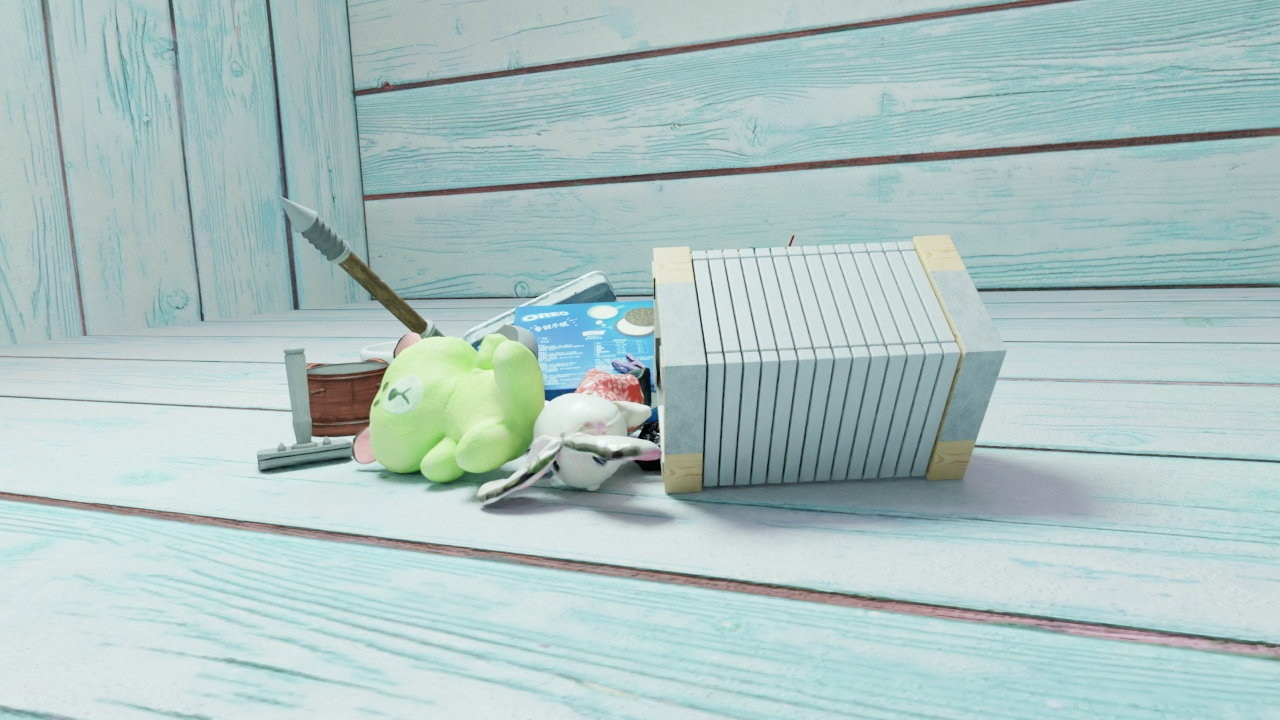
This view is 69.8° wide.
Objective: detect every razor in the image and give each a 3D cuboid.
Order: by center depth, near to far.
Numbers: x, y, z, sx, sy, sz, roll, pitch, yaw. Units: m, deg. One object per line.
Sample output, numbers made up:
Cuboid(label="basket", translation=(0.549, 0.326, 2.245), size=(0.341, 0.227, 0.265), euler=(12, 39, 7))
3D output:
Cuboid(label="razor", translation=(-0.336, 0.044, 0.907), size=(0.088, 0.116, 0.047), euler=(-7, 4, -28))

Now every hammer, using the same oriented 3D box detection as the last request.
Cuboid(label="hammer", translation=(-0.236, -0.051, 0.898), size=(0.156, 0.322, 0.043), euler=(-40, 46, -1))

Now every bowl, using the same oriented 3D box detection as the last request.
Cuboid(label="bowl", translation=(-0.030, 0.052, 0.925), size=(0.110, 0.055, 0.110), euler=(-27, 3, 1))
Cuboid(label="bowl", translation=(-0.315, 0.010, 1.336), size=(0.176, 0.066, 0.176), euler=(-3, 8, 0))

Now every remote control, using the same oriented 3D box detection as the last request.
Cuboid(label="remote control", translation=(0.020, 0.081, 0.882), size=(0.047, 0.022, 0.150), euler=(-3, 6, 6))

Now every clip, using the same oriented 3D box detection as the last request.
Cuboid(label="clip", translation=(-0.013, 0.008, 1.022), size=(0.043, 0.014, 0.051), euler=(-10, 34, -13))

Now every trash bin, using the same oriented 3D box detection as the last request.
Cuboid(label="trash bin", translation=(0.137, 0.002, 0.753), size=(0.247, 0.143, 0.142), euler=(-3, 43, -1))

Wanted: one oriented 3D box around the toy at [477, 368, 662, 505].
Cuboid(label="toy", translation=(-0.044, 0.062, 0.781), size=(0.159, 0.084, 0.193), euler=(-18, 9, 18))

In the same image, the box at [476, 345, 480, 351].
Cuboid(label="box", translation=(-0.118, 0.030, 1.243), size=(0.231, 0.094, 0.112), euler=(-10, -31, -36))

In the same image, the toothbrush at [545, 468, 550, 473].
Cuboid(label="toothbrush", translation=(-0.079, 0.086, 0.888), size=(0.016, 0.022, 0.155), euler=(-44, 2, 9))

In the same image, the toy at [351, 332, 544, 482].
Cuboid(label="toy", translation=(-0.168, 0.044, 0.840), size=(0.107, 0.150, 0.197), euler=(28, -15, -39))

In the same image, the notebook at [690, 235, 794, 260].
Cuboid(label="notebook", translation=(0.101, -0.062, 1.238), size=(0.178, 0.250, 0.014), euler=(-5, 49, -19))

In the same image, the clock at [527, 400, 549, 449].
Cuboid(label="clock", translation=(-0.136, 0.062, 0.952), size=(0.089, 0.052, 0.125), euler=(4, 10, 41))

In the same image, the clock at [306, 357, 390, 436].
Cuboid(label="clock", translation=(-0.351, 0.041, 1.100), size=(0.120, 0.072, 0.158), euler=(-6, 9, -21))

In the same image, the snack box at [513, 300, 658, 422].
Cuboid(label="snack box", translation=(-0.036, -0.002, 1.100), size=(0.239, 0.056, 0.195), euler=(-3, 33, -3))

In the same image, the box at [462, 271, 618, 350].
Cuboid(label="box", translation=(-0.121, -0.042, 1.259), size=(0.209, 0.045, 0.191), euler=(-26, -24, 5))
